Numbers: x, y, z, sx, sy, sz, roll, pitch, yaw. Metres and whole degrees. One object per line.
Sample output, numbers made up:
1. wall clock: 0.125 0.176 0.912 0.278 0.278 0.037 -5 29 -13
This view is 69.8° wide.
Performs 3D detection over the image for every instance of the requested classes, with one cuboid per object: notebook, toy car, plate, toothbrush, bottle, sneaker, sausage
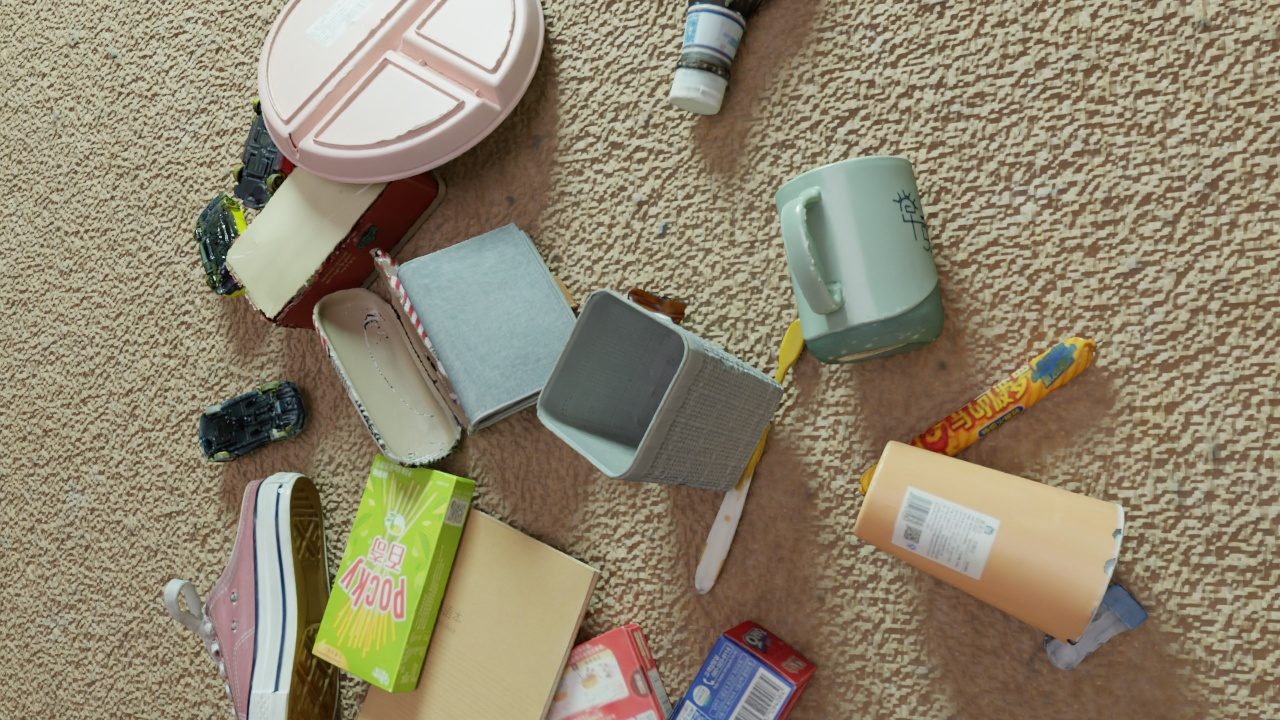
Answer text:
1. notebook: -0.124 0.219 0.643 0.150 0.012 0.211 18 85 33
2. toy car: -0.353 -0.098 0.791 0.048 0.032 0.105 -41 59 15
3. plate: -0.185 -0.235 0.688 0.230 0.028 0.229 -5 66 11
4. toothbrush: 0.072 0.064 0.595 0.016 0.018 0.191 22 96 26
5. toy car: -0.312 -0.178 0.779 0.049 0.031 0.106 16 89 25
6. bottle: 0.060 -0.265 0.616 0.080 0.044 0.195 15 92 25
7. toy car: -0.321 0.052 0.761 0.106 0.031 0.049 -19 77 20
8. sneaker: -0.289 0.207 0.692 0.088 0.118 0.240 -9 75 5
9. sausage: 0.195 0.035 0.538 0.165 0.021 0.021 -38 71 16

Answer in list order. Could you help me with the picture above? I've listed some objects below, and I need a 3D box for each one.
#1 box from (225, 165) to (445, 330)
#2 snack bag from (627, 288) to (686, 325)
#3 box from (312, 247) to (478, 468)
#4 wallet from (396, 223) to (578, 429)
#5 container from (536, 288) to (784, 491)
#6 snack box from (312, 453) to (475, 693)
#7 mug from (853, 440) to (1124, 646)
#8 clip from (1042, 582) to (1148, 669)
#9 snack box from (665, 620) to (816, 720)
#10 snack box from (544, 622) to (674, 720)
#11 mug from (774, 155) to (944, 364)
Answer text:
1. box: -0.246 -0.109 0.718 0.168 0.078 0.091 -46 69 13
2. snack bag: -0.004 0.004 0.627 0.045 0.026 0.105 21 92 26
3. box: -0.184 0.000 0.680 0.087 0.076 0.162 -32 74 -13
4. wallet: -0.097 -0.028 0.649 0.106 0.037 0.129 -24 71 -18
5. container: 0.017 0.023 0.560 0.090 0.114 0.090 33 99 42
6. snack box: -0.181 0.153 0.675 0.086 0.026 0.156 12 81 32
7. mug: 0.184 0.092 0.498 0.123 0.078 0.078 20 93 18
8. clip: 0.248 0.147 0.505 0.058 0.035 0.025 -41 73 15
9. snack box: 0.031 0.265 0.569 0.057 0.058 0.207 31 97 23
10. snack box: -0.055 0.242 0.627 0.153 0.025 0.075 -29 73 19
11. mug: 0.121 -0.056 0.531 0.082 0.111 0.106 -15 80 40
